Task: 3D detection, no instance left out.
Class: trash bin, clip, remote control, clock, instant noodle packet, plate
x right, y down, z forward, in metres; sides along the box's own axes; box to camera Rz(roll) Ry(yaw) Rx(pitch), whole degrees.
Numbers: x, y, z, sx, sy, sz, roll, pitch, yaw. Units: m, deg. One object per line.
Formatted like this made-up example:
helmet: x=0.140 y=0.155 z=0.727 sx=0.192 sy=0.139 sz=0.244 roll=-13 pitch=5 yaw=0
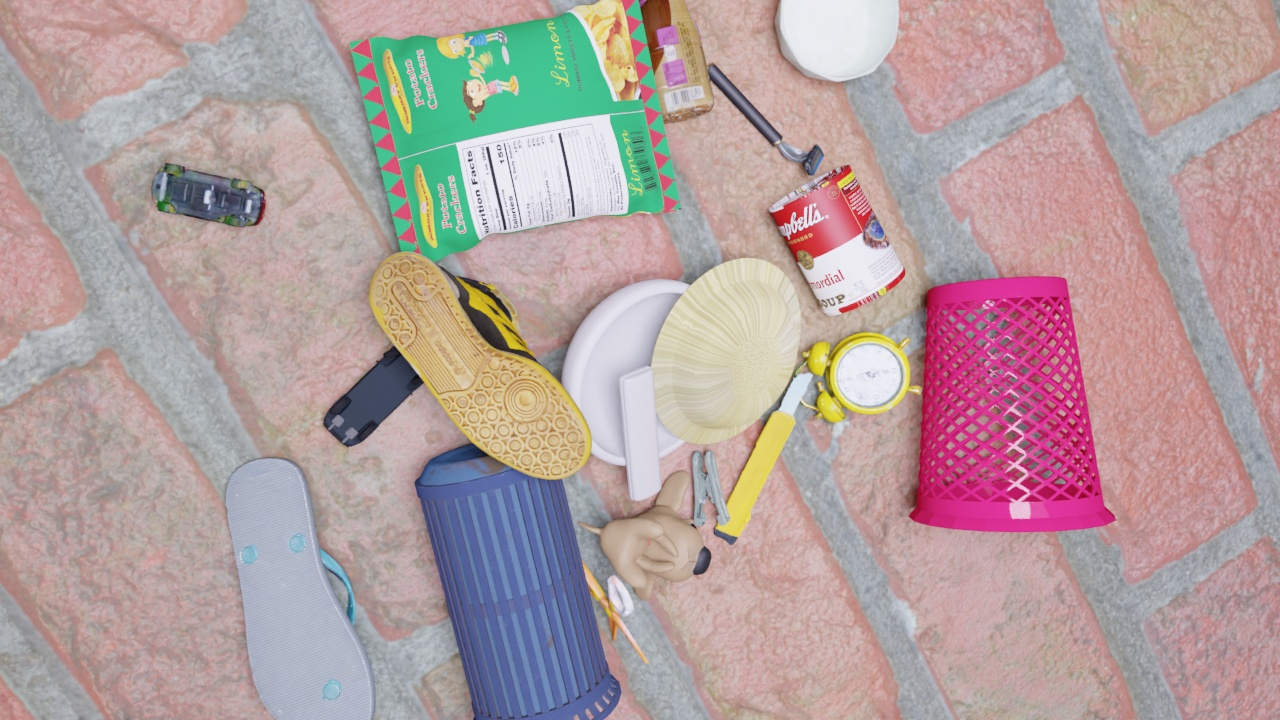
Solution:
trash bin: x=-0.113 y=0.199 z=0.824 sx=0.139 sy=0.139 sz=0.249 roll=-14 pitch=96 yaw=-9
clip: x=0.073 y=0.127 z=0.903 sx=0.050 sy=0.023 sz=0.078 roll=9 pitch=100 yaw=16
remote control: x=0.001 y=0.068 z=0.824 sx=0.033 sy=0.012 sz=0.131 roll=-22 pitch=122 yaw=-29
clock: x=0.211 y=0.016 z=0.904 sx=0.119 sy=0.057 sz=0.083 roll=-12 pitch=91 yaw=12
instant noodle packet: x=-0.105 y=-0.204 z=0.809 sx=0.252 sy=0.090 sz=0.195 roll=-13 pitch=98 yaw=-8
plate: x=0.094 y=0.000 z=0.850 sx=0.184 sy=0.036 sz=0.185 roll=-16 pitch=119 yaw=-32

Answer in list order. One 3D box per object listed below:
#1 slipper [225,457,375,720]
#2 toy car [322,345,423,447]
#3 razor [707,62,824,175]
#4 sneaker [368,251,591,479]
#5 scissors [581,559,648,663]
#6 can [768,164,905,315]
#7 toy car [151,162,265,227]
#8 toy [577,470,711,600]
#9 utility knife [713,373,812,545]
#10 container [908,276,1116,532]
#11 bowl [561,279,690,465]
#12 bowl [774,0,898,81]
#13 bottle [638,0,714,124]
slipper: x=-0.315 y=0.221 z=0.838 sx=0.098 sy=0.055 sz=0.268 roll=-19 pitch=88 yaw=-6
toy car: x=-0.237 y=0.030 z=0.835 sx=0.112 sy=0.034 sz=0.046 roll=-45 pitch=101 yaw=-3
razor: x=0.117 y=-0.232 z=0.886 sx=0.144 sy=0.022 sz=0.042 roll=40 pitch=45 yaw=-7
sneaker: x=-0.125 y=0.007 z=0.795 sx=0.086 sy=0.122 sz=0.238 roll=-44 pitch=80 yaw=6
scissors: x=-0.026 y=0.233 z=0.866 sx=0.011 sy=0.128 sz=0.125 roll=-33 pitch=82 yaw=-26
can: x=0.188 y=-0.114 z=0.876 sx=0.086 sy=0.086 sz=0.116 roll=-32 pitch=100 yaw=-7
toy car: x=-0.372 y=-0.141 z=0.791 sx=0.091 sy=0.036 sz=0.042 roll=10 pitch=94 yaw=-12
toy: x=0.009 y=0.170 z=0.855 sx=0.106 sy=0.108 sz=0.134 roll=20 pitch=92 yaw=33
utility knife: x=0.123 y=0.097 z=0.908 sx=0.030 sy=0.018 sz=0.191 roll=21 pitch=104 yaw=-19
container: x=0.350 y=0.039 z=0.887 sx=0.183 sy=0.183 sz=0.225 roll=-2 pitch=88 yaw=-11
bowl: x=-0.005 y=0.005 z=0.846 sx=0.176 sy=0.066 sz=0.177 roll=-16 pitch=119 yaw=-32
bowl: x=0.178 y=-0.318 z=0.867 sx=0.117 sy=0.061 sz=0.117 roll=-1 pitch=95 yaw=-11
bottle: x=0.022 y=-0.305 z=0.839 sx=0.059 sy=0.059 sz=0.166 roll=-15 pitch=97 yaw=-9
